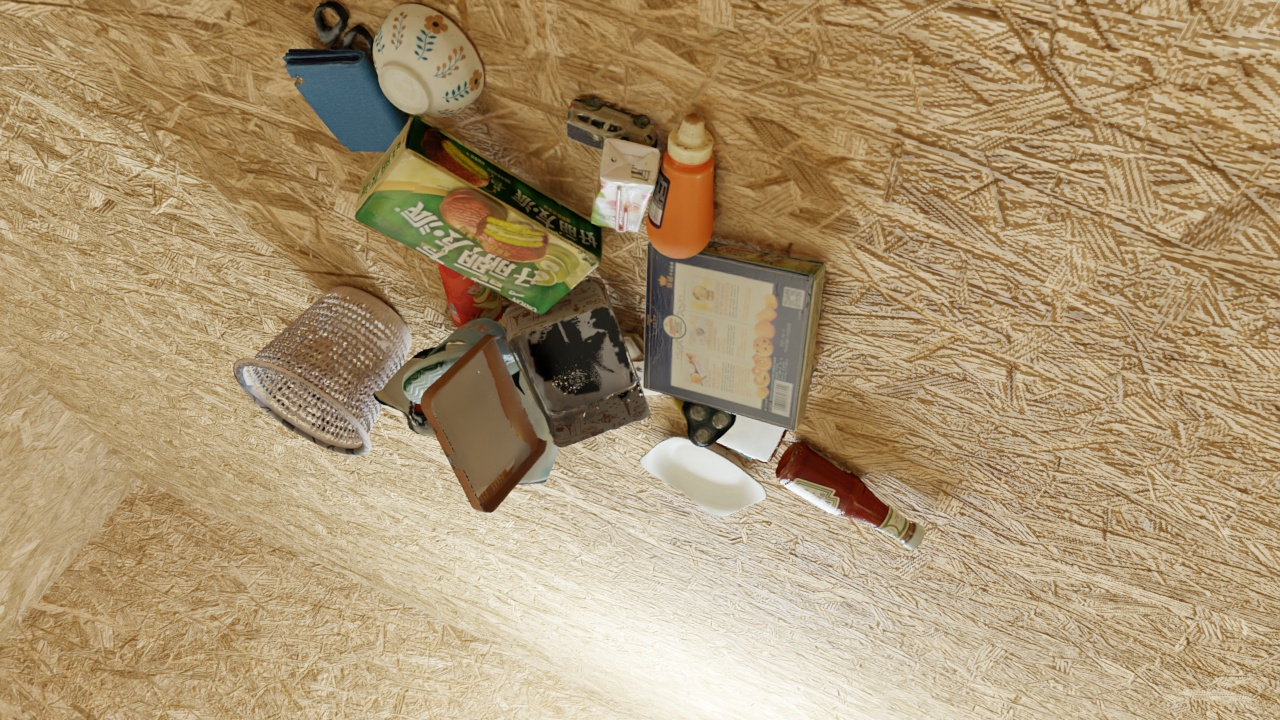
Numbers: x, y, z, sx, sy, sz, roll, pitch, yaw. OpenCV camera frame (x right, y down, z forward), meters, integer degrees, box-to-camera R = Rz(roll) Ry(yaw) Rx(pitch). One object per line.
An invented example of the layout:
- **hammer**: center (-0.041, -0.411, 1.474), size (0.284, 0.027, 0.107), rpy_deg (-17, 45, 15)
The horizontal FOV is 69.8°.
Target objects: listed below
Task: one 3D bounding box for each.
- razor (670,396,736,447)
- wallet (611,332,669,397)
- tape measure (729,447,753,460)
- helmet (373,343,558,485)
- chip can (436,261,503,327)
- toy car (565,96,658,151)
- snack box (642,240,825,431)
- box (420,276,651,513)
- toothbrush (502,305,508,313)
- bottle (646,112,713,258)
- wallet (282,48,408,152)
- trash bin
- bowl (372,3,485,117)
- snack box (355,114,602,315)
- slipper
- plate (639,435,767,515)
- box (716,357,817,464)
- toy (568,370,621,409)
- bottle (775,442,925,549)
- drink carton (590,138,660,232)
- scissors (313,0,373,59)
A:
- **razor**: center (0.056, 0.039, 1.091), size (0.067, 0.062, 0.167), rpy_deg (45, -175, -34)
- **wallet**: center (-0.007, 0.007, 1.191), size (0.087, 0.024, 0.115), rpy_deg (-4, 135, 39)
- **tape measure**: center (0.139, 0.107, 1.219), size (0.054, 0.025, 0.058), rpy_deg (28, 149, -1)
- **helmet**: center (-0.224, 0.060, 1.306), size (0.274, 0.157, 0.230), rpy_deg (33, 178, 10)
- **chip can**: center (-0.215, -0.122, 1.123), size (0.073, 0.073, 0.217), rpy_deg (21, 150, 13)
- **toy car**: center (-0.027, -0.216, 0.868), size (0.090, 0.035, 0.042), rpy_deg (20, 151, 8)
- **snack box**: center (0.093, -0.032, 0.966), size (0.183, 0.045, 0.178), rpy_deg (16, 123, 23)
- **box**: center (-0.123, 0.036, 1.083), size (0.126, 0.273, 0.179), rpy_deg (31, 148, 50)
- **toothbrush**: center (-0.160, -0.065, 1.217), size (0.190, 0.016, 0.014), rpy_deg (6, 137, 35)
- **bottle**: center (0.042, -0.166, 0.864), size (0.067, 0.066, 0.150), rpy_deg (21, 141, 13)
- **wallet**: center (-0.310, -0.279, 0.990), size (0.106, 0.040, 0.133), rpy_deg (8, 152, 21)
- **trash bin**: center (-0.457, 0.004, 1.384), size (0.227, 0.191, 0.228), rpy_deg (20, 148, 13)
- **bowl**: center (-0.217, -0.282, 0.898), size (0.113, 0.062, 0.114), rpy_deg (22, 150, 14)
- **snack box**: center (-0.165, -0.147, 0.970), size (0.240, 0.063, 0.115), rpy_deg (28, 134, -30)
- **slipper**: center (-0.202, -0.012, 1.155), size (0.104, 0.244, 0.074), rpy_deg (-37, 82, 30)
- **plate**: center (0.092, 0.157, 1.321), size (0.164, 0.034, 0.164), rpy_deg (34, 149, -9)
- **box**: center (0.138, 0.054, 1.087), size (0.091, 0.079, 0.169), rpy_deg (24, 148, 8)
- **toy**: center (-0.074, 0.026, 1.218), size (0.105, 0.066, 0.157), rpy_deg (24, 166, 38)
- **bottle**: center (0.272, 0.179, 1.182), size (0.206, 0.059, 0.060), rpy_deg (31, 149, -4)
- **drink carton**: center (-0.017, -0.164, 0.885), size (0.053, 0.045, 0.123), rpy_deg (10, 166, -5)
- **scissors**: center (-0.329, -0.316, 0.985), size (0.136, 0.014, 0.175), rpy_deg (25, 150, 9)
